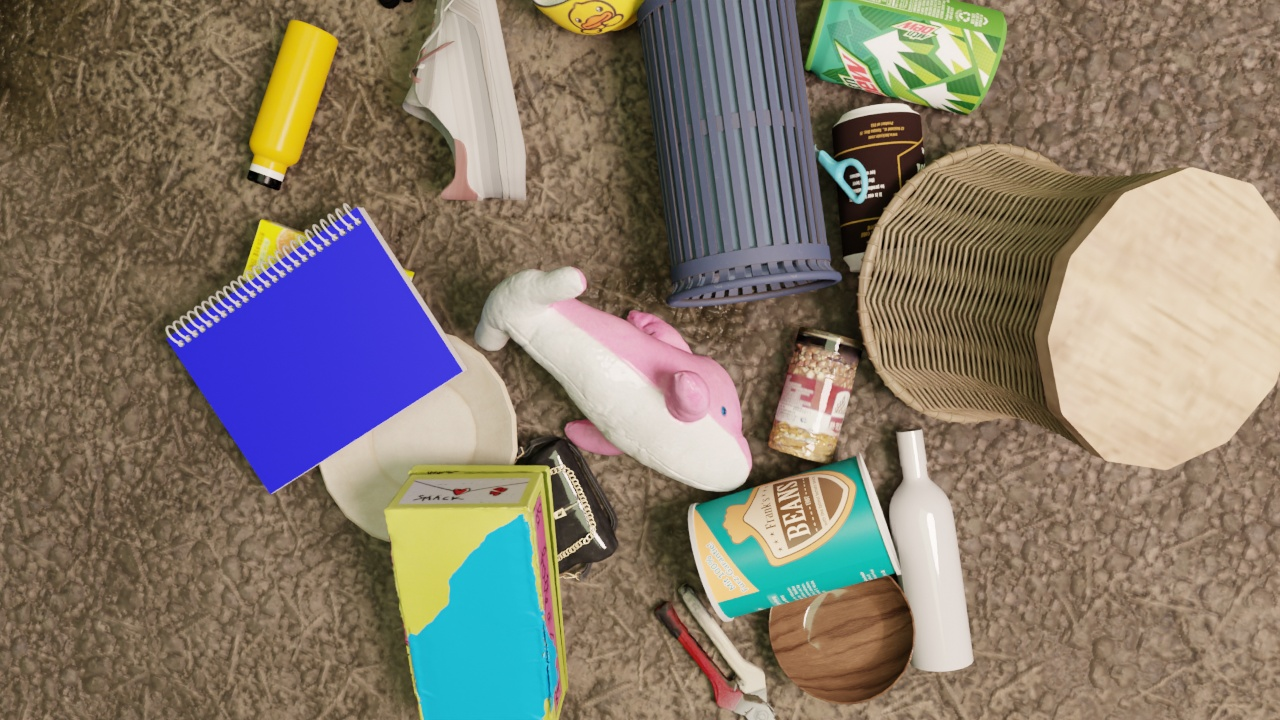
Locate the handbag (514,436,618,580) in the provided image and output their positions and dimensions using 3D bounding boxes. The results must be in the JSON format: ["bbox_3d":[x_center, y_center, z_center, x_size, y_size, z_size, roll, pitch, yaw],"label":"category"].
[{"bbox_3d":[-0.074,0.131,0.799,0.079,0.054,0.128,-28,91,15],"label":"handbag"}]

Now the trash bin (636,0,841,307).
[{"bbox_3d":[0.074,-0.177,0.738,0.139,0.139,0.249,-8,88,4],"label":"trash bin"}]

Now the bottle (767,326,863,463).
[{"bbox_3d":[0.147,0.029,0.773,0.056,0.056,0.105,15,92,4],"label":"bottle"}]

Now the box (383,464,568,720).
[{"bbox_3d":[-0.130,0.200,0.758,0.124,0.079,0.221,-3,110,7],"label":"box"}]

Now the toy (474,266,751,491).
[{"bbox_3d":[-0.004,0.004,0.757,0.265,0.187,0.127,37,54,-18],"label":"toy"}]

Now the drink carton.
[{"bbox_3d":[-0.274,-0.074,0.812,0.134,0.043,0.058,20,95,5],"label":"drink carton"}]

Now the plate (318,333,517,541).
[{"bbox_3d":[-0.194,0.066,0.806,0.189,0.027,0.188,0,89,12],"label":"plate"}]

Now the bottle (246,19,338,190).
[{"bbox_3d":[-0.311,-0.223,0.812,0.043,0.043,0.143,20,92,4],"label":"bottle"}]

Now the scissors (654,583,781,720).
[{"bbox_3d":[0.080,0.286,0.801,0.140,0.015,0.189,-6,90,3],"label":"scissors"}]

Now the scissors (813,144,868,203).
[{"bbox_3d":[0.148,-0.164,0.757,0.015,0.118,0.139,-13,98,-28],"label":"scissors"}]

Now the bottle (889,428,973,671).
[{"bbox_3d":[0.239,0.155,0.769,0.052,0.052,0.195,-8,90,4],"label":"bottle"}]

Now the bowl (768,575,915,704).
[{"bbox_3d":[0.170,0.226,0.775,0.119,0.032,0.119,-5,73,17],"label":"bowl"}]

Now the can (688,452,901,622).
[{"bbox_3d":[0.124,0.143,0.743,0.144,0.099,0.099,-19,89,13],"label":"can"}]

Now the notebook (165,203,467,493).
[{"bbox_3d":[-0.281,-0.010,0.787,0.209,0.022,0.171,-32,94,10],"label":"notebook"}]

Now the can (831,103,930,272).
[{"bbox_3d":[0.200,-0.141,0.760,0.072,0.072,0.128,-5,90,4],"label":"can"}]

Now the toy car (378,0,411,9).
[{"bbox_3d":[-0.244,-0.349,0.802,0.100,0.051,0.049,26,95,3],"label":"toy car"}]

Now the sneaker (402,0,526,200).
[{"bbox_3d":[-0.160,-0.245,0.774,0.089,0.099,0.236,-12,91,-10],"label":"sneaker"}]

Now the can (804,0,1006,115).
[{"bbox_3d":[0.214,-0.259,0.752,0.144,0.083,0.083,15,91,4],"label":"can"}]

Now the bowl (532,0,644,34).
[{"bbox_3d":[-0.028,-0.321,0.768,0.117,0.067,0.117,-21,52,31],"label":"bowl"}]

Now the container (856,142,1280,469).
[{"bbox_3d":[0.304,-0.041,0.656,0.226,0.196,0.227,-3,102,-15],"label":"container"}]
